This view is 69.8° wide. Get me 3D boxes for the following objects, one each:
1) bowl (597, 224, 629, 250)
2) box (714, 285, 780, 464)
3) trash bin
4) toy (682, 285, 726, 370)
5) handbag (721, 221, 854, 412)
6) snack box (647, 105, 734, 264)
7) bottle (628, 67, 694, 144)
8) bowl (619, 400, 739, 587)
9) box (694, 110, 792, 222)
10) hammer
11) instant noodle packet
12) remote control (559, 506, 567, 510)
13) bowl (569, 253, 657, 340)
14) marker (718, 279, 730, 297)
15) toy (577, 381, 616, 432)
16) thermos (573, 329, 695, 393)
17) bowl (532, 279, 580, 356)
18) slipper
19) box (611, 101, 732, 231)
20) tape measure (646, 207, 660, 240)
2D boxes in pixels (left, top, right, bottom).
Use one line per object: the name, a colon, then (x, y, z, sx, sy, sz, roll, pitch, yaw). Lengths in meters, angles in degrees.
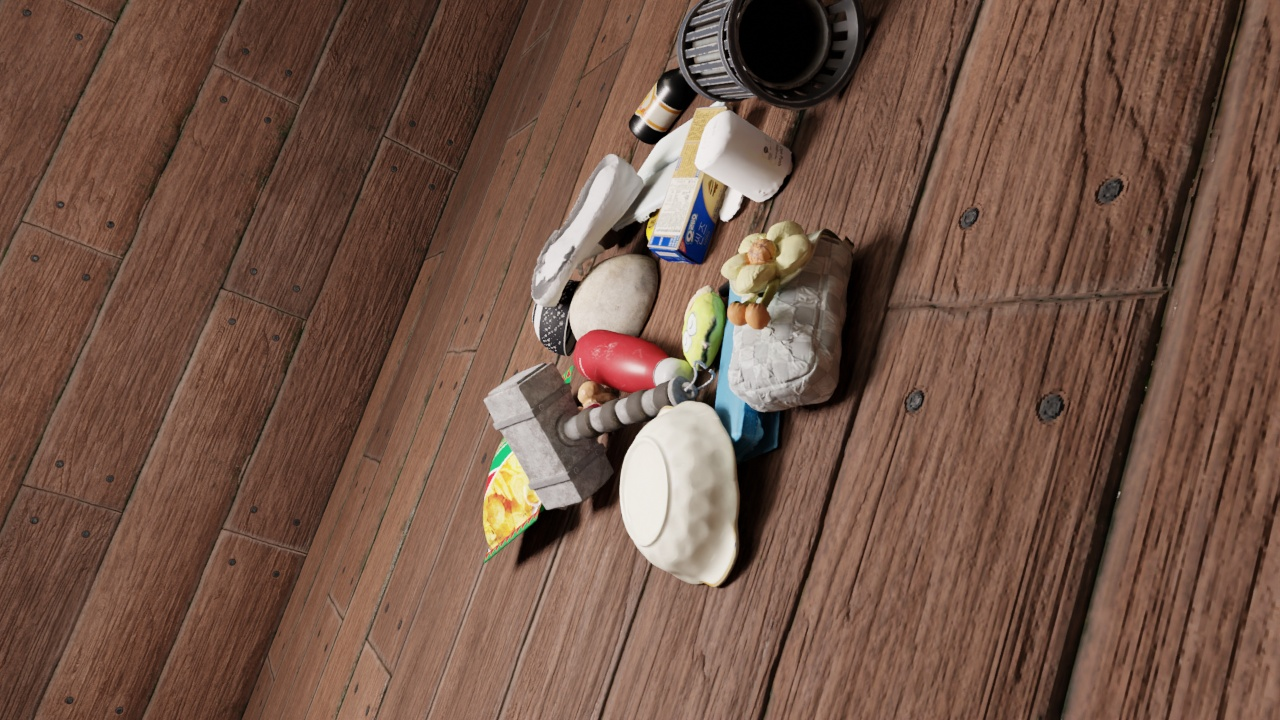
bowl: (-0.040, -0.227, 1.454, 0.117, 0.030, 0.118, -55, -24, -40)
box: (0.119, -0.002, 0.973, 0.093, 0.052, 0.231, 121, 161, -59)
trash bin: (0.143, -0.390, 1.121, 0.164, 0.164, 0.227, -64, 20, 6)
toy: (0.073, -0.043, 1.081, 0.115, 0.046, 0.092, -93, 13, -61)
handbag: (0.132, -0.043, 0.868, 0.113, 0.123, 0.171, -12, 57, 39)
snack box: (0.078, -0.230, 1.214, 0.056, 0.057, 0.206, 13, 81, 44)
bottle: (0.053, -0.428, 1.458, 0.182, 0.059, 0.059, -47, 30, 36)
bowl: (0.027, 0.134, 0.941, 0.219, 0.060, 0.189, 63, 141, 46)
box: (0.104, -0.236, 1.125, 0.151, 0.106, 0.080, -26, 44, 58)
hammer: (-0.035, 0.068, 1.104, 0.327, 0.177, 0.079, -21, 12, 41)
instant noodle packet: (-0.165, 0.153, 1.346, 0.196, 0.090, 0.252, -44, 28, 48)
remote control: (-0.090, 0.147, 1.294, 0.033, 0.012, 0.130, 3, 71, 67)
bowl: (-0.053, -0.087, 1.347, 0.179, 0.081, 0.178, -45, 31, 37)
marker: (0.130, -0.107, 1.057, 0.124, 0.017, 0.021, -37, 82, 51)
toy: (-0.060, 0.059, 1.258, 0.085, 0.074, 0.105, -22, 17, 16)
thermos: (-0.007, 0.007, 1.174, 0.240, 0.073, 0.073, 16, 83, 60)
bowl: (-0.133, -0.071, 1.446, 0.120, 0.066, 0.120, 14, -91, -82)
slipper: (-0.083, -0.184, 1.356, 0.247, 0.074, 0.112, -55, 21, 10)
box: (0.040, -0.283, 1.348, 0.188, 0.037, 0.209, -56, 18, -19)
tape measure: (0.034, -0.194, 1.313, 0.064, 0.037, 0.065, -28, 45, 54)
